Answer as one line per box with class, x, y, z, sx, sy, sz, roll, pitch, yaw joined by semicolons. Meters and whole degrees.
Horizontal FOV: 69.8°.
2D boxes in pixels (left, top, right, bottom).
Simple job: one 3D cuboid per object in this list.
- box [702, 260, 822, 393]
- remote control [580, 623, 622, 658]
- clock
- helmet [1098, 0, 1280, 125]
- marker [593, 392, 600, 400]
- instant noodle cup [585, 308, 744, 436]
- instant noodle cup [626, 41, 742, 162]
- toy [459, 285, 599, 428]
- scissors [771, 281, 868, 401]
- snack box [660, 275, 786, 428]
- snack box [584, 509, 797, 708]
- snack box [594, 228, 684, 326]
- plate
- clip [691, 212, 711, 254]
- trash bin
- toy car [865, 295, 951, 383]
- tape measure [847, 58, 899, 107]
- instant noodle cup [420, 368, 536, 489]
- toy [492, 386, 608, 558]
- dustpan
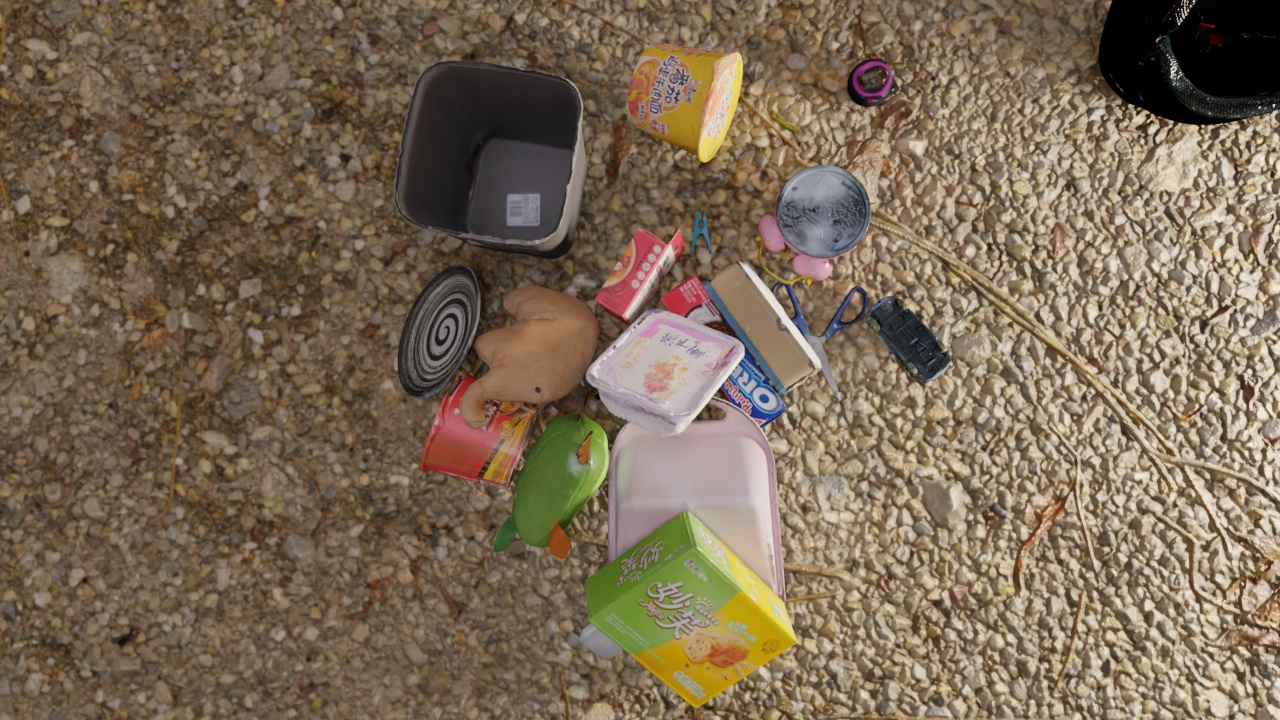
box;0.149;-0.047;1.134;0.059;0.089;0.184;-39;78;15
remote control;-0.012;0.321;1.137;0.136;0.020;0.056;-40;115;20
clock;0.215;-0.167;1.159;0.117;0.060;0.158;40;89;5
helmet;0.664;-0.404;1.051;0.233;0.230;0.274;23;89;-9
marker;-0.007;0.007;1.186;0.132;0.020;0.022;-36;113;1
instant noodle cup;0.029;0.019;1.076;0.138;0.173;0.060;23;129;18
instant noodle cup;0.053;-0.332;1.152;0.110;0.138;0.138;22;88;14
toy;-0.132;-0.002;1.118;0.143;0.083;0.225;16;47;11
scissors;0.225;-0.034;1.172;0.162;0.012;0.176;-36;86;3
snack box;0.106;-0.007;1.158;0.057;0.058;0.207;-34;84;5
snack box;0.059;0.295;1.074;0.158;0.070;0.210;-37;117;13
snack box;0.001;-0.110;1.146;0.044;0.113;0.127;33;89;7
plate;-0.250;-0.035;1.161;0.180;0.024;0.179;-24;54;39
clip;0.079;-0.165;1.193;0.038;0.013;0.055;-2;85;4
trash bin;-0.162;-0.222;1.115;0.199;0.220;0.198;10;86;5
toy car;0.335;-0.027;1.151;0.054;0.037;0.120;-39;74;2
tape measure;0.295;-0.355;1.174;0.058;0.039;0.057;-24;85;3
instant noodle cup;-0.198;0.094;1.146;0.108;0.138;0.138;21;88;-3
toy;-0.096;0.139;1.109;0.090;0.226;0.247;19;127;-17
dustpan;0.069;0.187;1.141;0.222;0.138;0.274;0;127;3
